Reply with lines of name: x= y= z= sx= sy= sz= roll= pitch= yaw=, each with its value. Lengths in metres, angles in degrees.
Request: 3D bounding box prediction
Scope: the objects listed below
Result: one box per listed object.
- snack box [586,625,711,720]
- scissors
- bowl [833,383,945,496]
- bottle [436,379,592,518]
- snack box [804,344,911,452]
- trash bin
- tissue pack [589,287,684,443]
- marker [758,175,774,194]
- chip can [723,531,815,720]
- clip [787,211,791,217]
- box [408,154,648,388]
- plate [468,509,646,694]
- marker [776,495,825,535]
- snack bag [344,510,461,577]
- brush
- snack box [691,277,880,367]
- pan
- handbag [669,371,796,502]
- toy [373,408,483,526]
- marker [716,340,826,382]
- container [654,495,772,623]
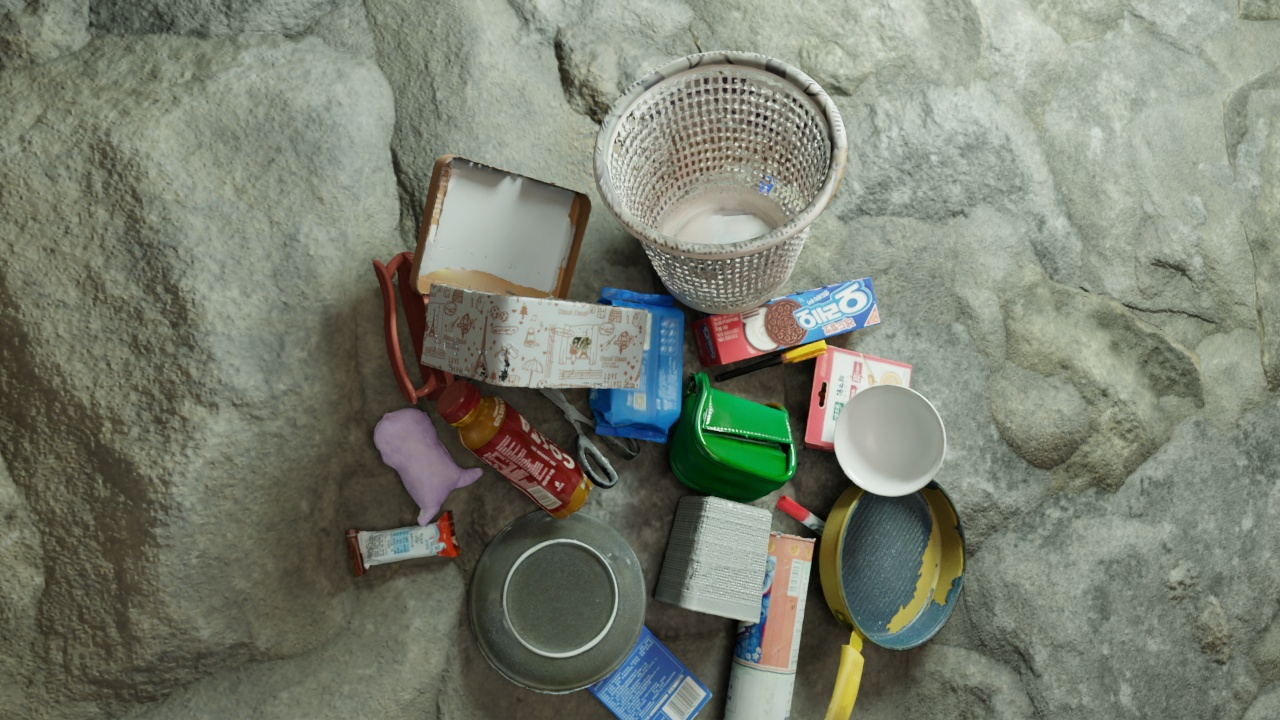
snack box: x=-0.008 y=0.322 z=0.943 sx=0.157 sy=0.026 sz=0.084 roll=47 pitch=72 yaw=-10
scissors: x=-0.066 y=0.057 z=0.929 sx=0.159 sy=0.014 sz=0.170 roll=19 pitch=45 yaw=-39
bowl: x=0.275 y=0.084 z=0.985 sx=0.064 sy=0.118 sz=0.118 roll=0 pitch=85 yaw=-58
bottle: x=-0.120 y=0.084 z=0.877 sx=0.175 sy=0.057 sz=0.057 roll=45 pitch=72 yaw=-32
snack box: x=0.238 y=0.049 z=1.041 sx=0.127 sy=0.044 sz=0.113 roll=13 pitch=82 yaw=-19
trash bin: x=0.080 y=-0.152 z=0.901 sx=0.227 sy=0.192 sz=0.227 roll=-3 pitch=65 yaw=6
tissue pack: x=-0.006 y=0.006 z=0.948 sx=0.094 sy=0.052 sz=0.157 roll=6 pitch=83 yaw=-33
marker: x=0.112 y=-0.144 z=1.027 sx=0.017 sy=0.017 sz=0.145 roll=32 pitch=76 yaw=-14
chip can: x=0.136 y=0.289 z=0.972 sx=0.071 sy=0.071 sz=0.214 roll=13 pitch=82 yaw=-18
clip: x=0.166 y=-0.150 z=1.047 sx=0.049 sy=0.015 sz=0.056 roll=20 pitch=81 yaw=-14
box: x=-0.093 y=-0.080 z=0.847 sx=0.182 sy=0.157 sz=0.193 roll=3 pitch=98 yaw=-46
plate: x=-0.080 y=0.235 z=0.907 sx=0.179 sy=0.024 sz=0.179 roll=3 pitch=74 yaw=-11
marker: x=0.214 y=0.195 z=1.036 sx=0.145 sy=0.017 sz=0.017 roll=34 pitch=76 yaw=-14
snack bag: x=-0.226 y=0.175 z=0.878 sx=0.104 sy=0.026 sz=0.048 roll=-10 pitch=82 yaw=-19
brush: x=-0.212 y=-0.034 z=0.880 sx=0.069 sy=0.063 sz=0.146 roll=-14 pitch=89 yaw=-33
snack box: x=0.163 y=-0.044 z=1.015 sx=0.207 sy=0.057 sz=0.058 roll=-14 pitch=91 yaw=-19
pan: x=0.247 y=0.277 z=0.980 sx=0.197 sy=0.078 sz=0.356 roll=47 pitch=66 yaw=-19
handbag: x=0.098 y=0.082 z=0.968 sx=0.131 sy=0.068 sz=0.120 roll=21 pitch=52 yaw=-19
toy: x=-0.210 y=0.092 z=0.885 sx=0.083 sy=0.039 sz=0.108 roll=-39 pitch=95 yaw=-35
marker: x=0.143 y=0.003 z=1.002 sx=0.124 sy=0.018 sz=0.015 roll=-17 pitch=82 yaw=6
container: x=0.078 y=0.203 z=0.951 sx=0.090 sy=0.090 sz=0.114 roll=16 pitch=78 yaw=-18
